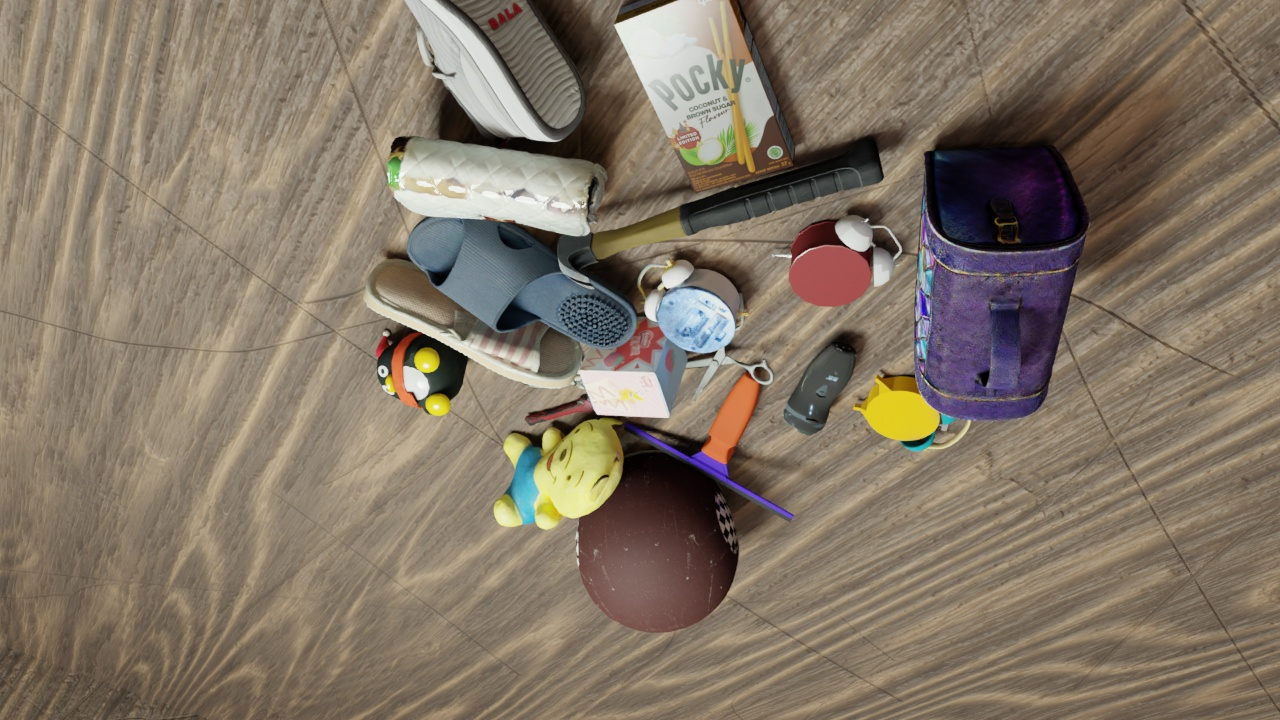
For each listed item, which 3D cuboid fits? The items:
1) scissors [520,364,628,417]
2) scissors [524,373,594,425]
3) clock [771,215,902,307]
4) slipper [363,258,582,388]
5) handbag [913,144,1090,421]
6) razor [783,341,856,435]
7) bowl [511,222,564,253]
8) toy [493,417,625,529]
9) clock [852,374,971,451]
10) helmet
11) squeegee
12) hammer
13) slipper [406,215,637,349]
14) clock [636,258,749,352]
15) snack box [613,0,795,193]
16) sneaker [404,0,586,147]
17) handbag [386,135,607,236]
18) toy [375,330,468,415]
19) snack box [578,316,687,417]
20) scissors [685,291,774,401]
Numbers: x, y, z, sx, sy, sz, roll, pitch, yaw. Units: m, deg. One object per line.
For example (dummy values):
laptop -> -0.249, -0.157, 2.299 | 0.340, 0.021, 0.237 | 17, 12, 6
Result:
scissors -> -0.086, 0.023, 1.149 | 0.154, 0.012, 0.163 | -16, 118, 17
scissors -> -0.092, 0.035, 1.185 | 0.200, 0.015, 0.179 | -25, 126, 32
clock -> 0.205, -0.103, 0.946 | 0.125, 0.044, 0.087 | -23, 127, 32
slipper -> -0.188, -0.049, 1.050 | 0.263, 0.114, 0.052 | 24, 136, -4
handbag -> 0.317, -0.065, 0.830 | 0.125, 0.221, 0.205 | 0, 137, 12
razor -> 0.212, 0.035, 1.077 | 0.053, 0.063, 0.141 | 15, 138, -4
bowl -> -0.141, -0.136, 1.002 | 0.119, 0.032, 0.119 | 7, 137, 6
toy -> -0.100, 0.149, 1.205 | 0.215, 0.148, 0.084 | -22, 137, 37
clock -> 0.327, 0.064, 1.098 | 0.129, 0.043, 0.099 | 24, 137, -1
helmet -> 0.016, 0.246, 1.256 | 0.233, 0.253, 0.234 | -11, 126, 9
squeegee -> 0.113, 0.080, 1.154 | 0.249, 0.055, 0.185 | 28, 136, 10
hammer -> 0.068, -0.145, 0.900 | 0.334, 0.117, 0.025 | -14, 134, 19
slipper -> -0.122, -0.072, 0.973 | 0.263, 0.082, 0.101 | 24, 123, -16
clock -> 0.053, -0.063, 1.014 | 0.125, 0.051, 0.089 | 31, 135, -5
snack box -> 0.063, -0.247, 0.836 | 0.101, 0.031, 0.186 | -12, 132, 24
sneaker -> -0.163, -0.298, 0.805 | 0.129, 0.096, 0.263 | -5, 130, 52
handbag -> -0.132, -0.166, 0.886 | 0.195, 0.138, 0.072 | 9, 96, 4
toy -> -0.280, 0.011, 1.145 | 0.119, 0.099, 0.098 | 1, 115, 21
snack box -> -0.006, 0.006, 1.071 | 0.095, 0.092, 0.079 | 2, 137, 21
scissors -> 0.092, -0.012, 1.080 | 0.142, 0.014, 0.165 | 14, 124, 30
